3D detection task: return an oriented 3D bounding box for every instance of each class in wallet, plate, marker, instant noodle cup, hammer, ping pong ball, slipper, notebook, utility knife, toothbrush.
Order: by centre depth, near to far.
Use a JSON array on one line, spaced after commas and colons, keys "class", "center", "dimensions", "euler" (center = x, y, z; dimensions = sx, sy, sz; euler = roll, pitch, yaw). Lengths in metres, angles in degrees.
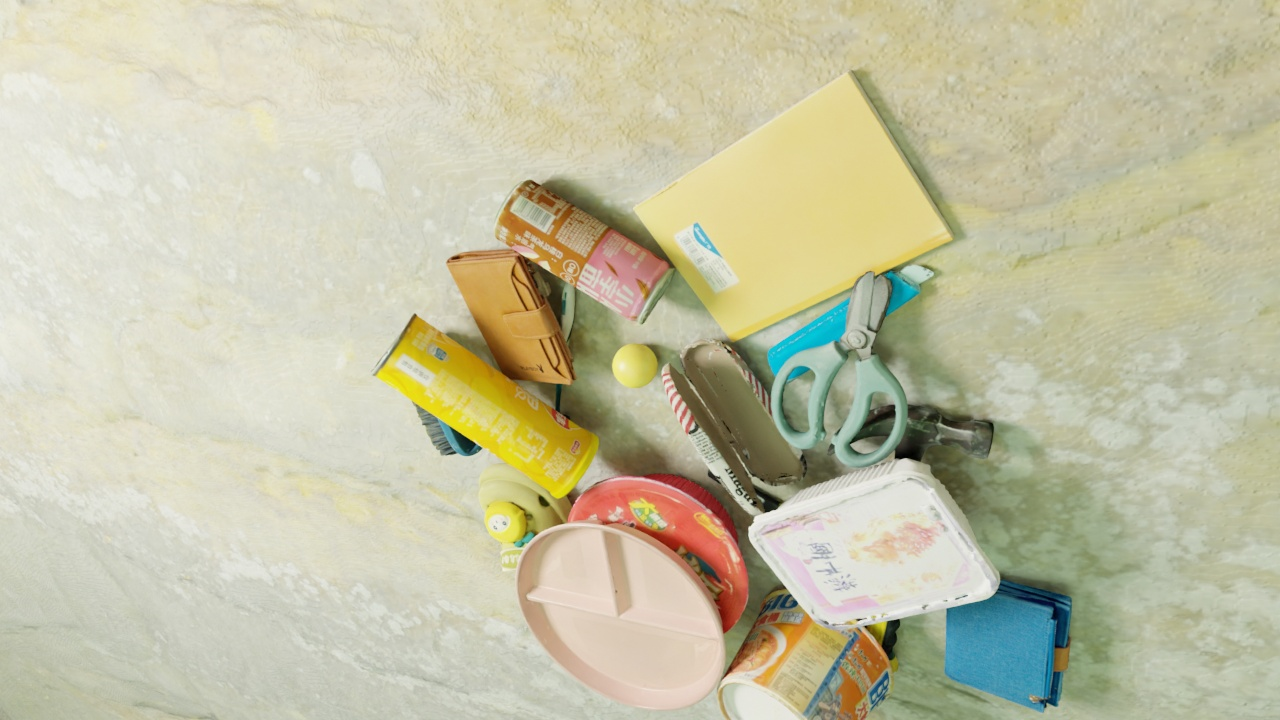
[{"class": "notebook", "center": [0.110, -0.107, 0.703], "dimensions": [0.207, 0.010, 0.146], "euler": [-27, 109, 37]}, {"class": "utility knife", "center": [0.163, -0.030, 0.728], "dimensions": [0.034, 0.018, 0.160], "euler": [45, 128, -9]}, {"class": "instant noodle cup", "center": [0.195, 0.148, 0.769], "dimensions": [0.174, 0.060, 0.138], "euler": [-26, 110, 38]}, {"class": "ping pong ball", "center": [-0.005, 0.005, 0.819], "dimensions": [0.040, 0.040, 0.040], "euler": [13, 127, 18]}, {"class": "hammer", "center": [0.225, 0.173, 0.833], "dimensions": [0.126, 0.031, 0.324], "euler": [12, 127, 19]}, {"class": "wallet", "center": [0.332, 0.253, 0.834], "dimensions": [0.106, 0.040, 0.133], "euler": [10, 127, 31]}, {"class": "wallet", "center": [-0.115, -0.039, 0.837], "dimensions": [0.108, 0.031, 0.132], "euler": [4, 127, 44]}, {"class": "toothbrush", "center": [-0.070, 0.003, 0.867], "dimensions": [0.018, 0.016, 0.192], "euler": [13, 128, 5]}, {"class": "marker", "center": [0.118, 0.135, 0.870], "dimensions": [0.124, 0.015, 0.018], "euler": [31, 130, 7]}, {"class": "instant noodle cup", "center": [0.154, 0.318, 0.895], "dimensions": [0.151, 0.111, 0.152], "euler": [27, 138, 27]}, {"class": "instant noodle cup", "center": [0.024, 0.183, 0.908], "dimensions": [0.194, 0.065, 0.194], "euler": [12, 120, 21]}, {"class": "plate", "center": [-0.020, 0.251, 0.909], "dimensions": [0.230, 0.028, 0.230], "euler": [12, 121, 22]}, {"class": "slipper", "center": [-0.109, 0.195, 0.982], "dimensions": [0.092, 0.081, 0.190], "euler": [-17, 116, 31]}]

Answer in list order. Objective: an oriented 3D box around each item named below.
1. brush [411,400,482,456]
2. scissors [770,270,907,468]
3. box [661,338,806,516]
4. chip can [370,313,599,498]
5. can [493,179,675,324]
[{"class": "brush", "center": [-0.189, 0.034, 0.921], "dimensions": [0.074, 0.055, 0.144], "euler": [-6, 119, 26]}, {"class": "scissors", "center": [0.147, 0.002, 0.733], "dimensions": [0.130, 0.019, 0.185], "euler": [2, 113, 27]}, {"class": "box", "center": [0.072, 0.065, 0.796], "dimensions": [0.076, 0.087, 0.163], "euler": [-10, 122, 48]}, {"class": "chip can", "center": [-0.143, 0.045, 0.860], "dimensions": [0.213, 0.071, 0.072], "euler": [35, 132, -14]}, {"class": "can", "center": [-0.047, -0.090, 0.761], "dimensions": [0.147, 0.057, 0.058], "euler": [32, 131, 3]}]
